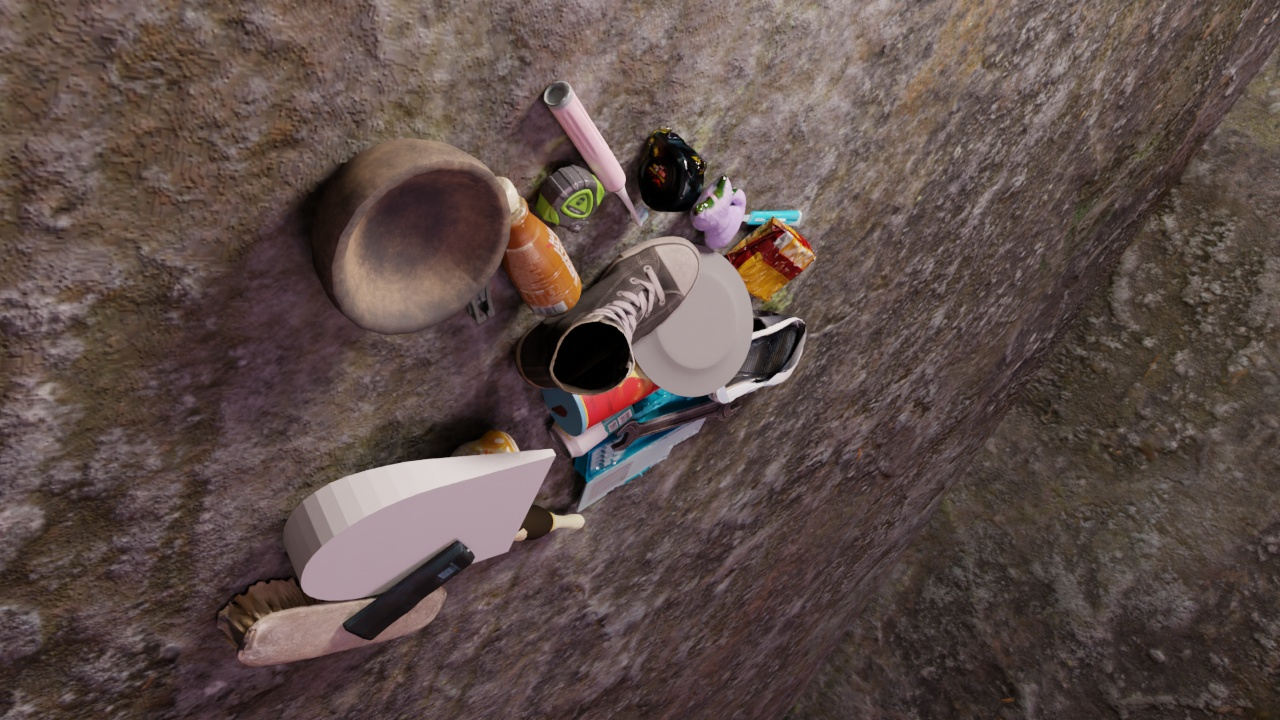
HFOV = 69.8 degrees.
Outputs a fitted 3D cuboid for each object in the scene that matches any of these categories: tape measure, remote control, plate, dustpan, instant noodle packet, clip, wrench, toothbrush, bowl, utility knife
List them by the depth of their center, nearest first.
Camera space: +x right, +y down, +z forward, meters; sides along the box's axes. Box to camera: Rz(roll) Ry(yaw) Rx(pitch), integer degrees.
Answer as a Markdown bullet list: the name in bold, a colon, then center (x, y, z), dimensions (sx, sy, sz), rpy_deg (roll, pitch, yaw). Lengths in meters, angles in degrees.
- **bowl**: center (-0.189, -0.105, 0.735), dimensions (0.162, 0.070, 0.162), rpy_deg (-32, 146, -25)
- **tape measure**: center (-0.068, -0.156, 0.867), dimensions (0.059, 0.036, 0.065), rpy_deg (-46, 155, 15)
- **clip**: center (-0.157, -0.067, 0.871), dimensions (0.037, 0.023, 0.075), rpy_deg (-35, 150, -23)
- **toothbrush**: center (-0.035, -0.188, 0.880), dimensions (0.026, 0.027, 0.222), rpy_deg (-44, 150, -1)
- **tape measure**: center (0.031, -0.186, 0.924), dimensions (0.042, 0.071, 0.072), rpy_deg (-11, 140, -50)
- **dustpan**: center (-0.238, 0.167, 0.969), dimensions (0.257, 0.053, 0.192), rpy_deg (-12, 145, -37)
- **remote control**: center (-0.248, 0.253, 0.997), dimensions (0.150, 0.022, 0.047), rpy_deg (-36, 148, -6)
- **plate**: center (0.062, -0.047, 1.066), dimensions (0.178, 0.012, 0.178), rpy_deg (0, 89, -30)
- **utility knife**: center (0.155, -0.176, 1.146), dimensions (0.140, 0.015, 0.022), rpy_deg (-10, 130, -43)
- **instant noodle packet**: center (0.166, -0.129, 1.179), dimensions (0.099, 0.039, 0.135), rpy_deg (-44, 152, 15)
- **wrench**: center (0.058, 0.077, 1.249), dimensions (0.272, 0.010, 0.070), rpy_deg (-13, 138, -46)

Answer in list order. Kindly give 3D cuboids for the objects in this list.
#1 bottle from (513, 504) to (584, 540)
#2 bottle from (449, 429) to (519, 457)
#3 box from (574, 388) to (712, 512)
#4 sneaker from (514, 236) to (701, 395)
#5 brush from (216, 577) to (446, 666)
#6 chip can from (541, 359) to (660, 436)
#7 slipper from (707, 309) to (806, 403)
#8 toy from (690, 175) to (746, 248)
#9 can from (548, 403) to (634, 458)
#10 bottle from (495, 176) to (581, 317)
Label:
- **bottle**: center (-0.134, 0.211, 1.198), dimensions (0.045, 0.045, 0.184), rpy_deg (-55, 149, 13)
- **bottle**: center (-0.186, 0.122, 1.012), dimensions (0.109, 0.063, 0.063), rpy_deg (-27, 144, -22)
- **box**: center (0.006, 0.110, 1.266), dimensions (0.226, 0.039, 0.182), rpy_deg (-27, 145, -31)
- **sneaker**: center (-0.016, -0.047, 0.955), dimensions (0.234, 0.120, 0.095), rpy_deg (-32, 109, -16)
- **brush**: center (-0.330, 0.280, 1.018), dimensions (0.270, 0.056, 0.083), rpy_deg (7, 116, -55)
- **chip can**: center (-0.006, 0.006, 1.083), dimensions (0.212, 0.087, 0.087), rpy_deg (-28, 144, -29)
- **slipper**: center (0.157, -0.011, 1.285), dimensions (0.263, 0.063, 0.111), rpy_deg (-21, 130, -53)
- **toy**: center (0.091, -0.173, 1.049), dimensions (0.080, 0.036, 0.100), rpy_deg (-55, 155, -8)
- **can**: center (-0.059, 0.073, 1.123), dimensions (0.101, 0.055, 0.055), rpy_deg (-36, 148, -18)
- **bottle**: center (-0.105, -0.105, 0.854), dimensions (0.059, 0.059, 0.167), rpy_deg (-42, 148, -10)
